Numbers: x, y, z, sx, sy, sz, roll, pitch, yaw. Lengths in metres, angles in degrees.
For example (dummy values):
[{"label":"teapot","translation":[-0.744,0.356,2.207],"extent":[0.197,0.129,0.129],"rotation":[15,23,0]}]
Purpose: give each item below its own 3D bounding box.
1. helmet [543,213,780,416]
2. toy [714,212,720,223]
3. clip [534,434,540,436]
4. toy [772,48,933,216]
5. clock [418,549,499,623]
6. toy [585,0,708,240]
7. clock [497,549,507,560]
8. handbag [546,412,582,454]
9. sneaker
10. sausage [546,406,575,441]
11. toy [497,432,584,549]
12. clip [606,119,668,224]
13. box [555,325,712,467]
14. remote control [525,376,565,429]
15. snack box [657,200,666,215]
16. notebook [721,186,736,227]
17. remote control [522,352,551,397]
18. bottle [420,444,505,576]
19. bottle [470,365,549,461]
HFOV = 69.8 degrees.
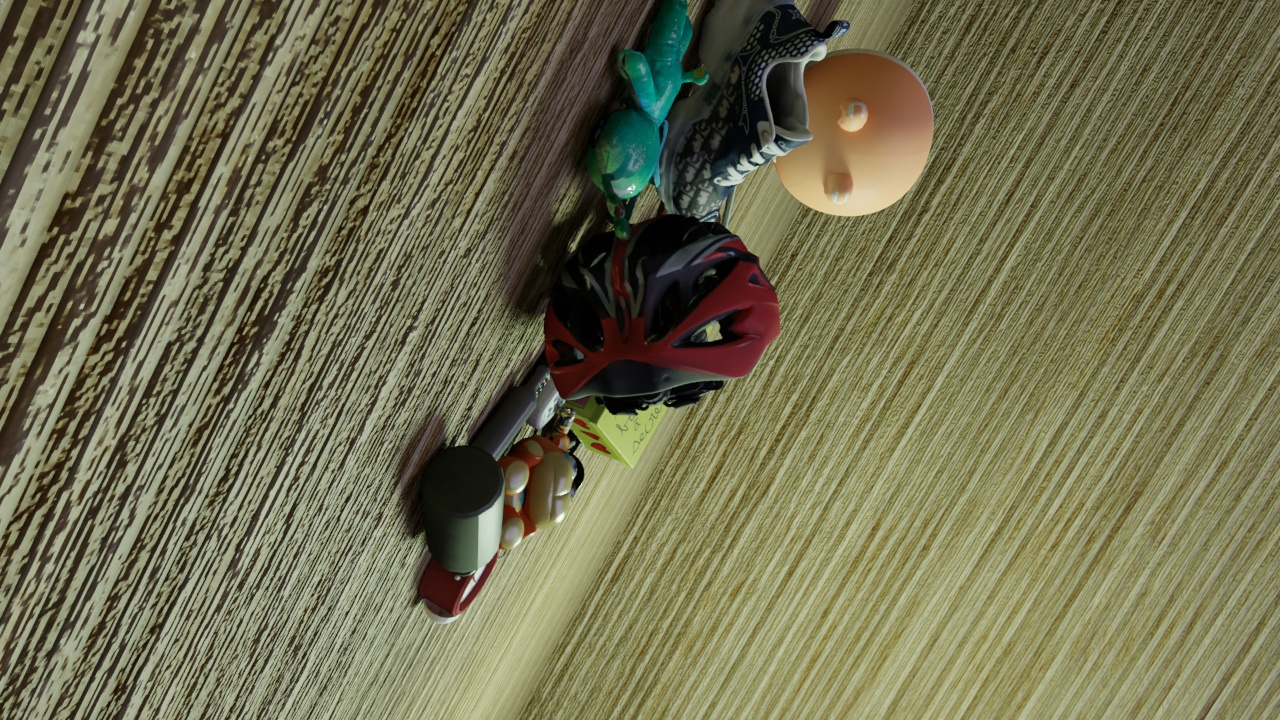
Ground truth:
[{"label":"helmet","translation":[0.019,-0.051,0.862],"extent":[0.271,0.218,0.167],"rotation":[-48,128,-69]},{"label":"toy","translation":[0.071,-0.168,1.268],"extent":[0.105,0.053,0.108],"rotation":[-53,169,-22]},{"label":"clip","translation":[-0.131,0.110,1.132],"extent":[0.045,0.014,0.051],"rotation":[-58,175,-2]},{"label":"toy","translation":[0.331,-0.359,1.470],"extent":[0.280,0.266,0.263],"rotation":[-64,161,-62]},{"label":"clock","translation":[-0.200,0.237,1.020],"extent":[0.096,0.048,0.138],"rotation":[-54,168,-39]},{"label":"toy","translation":[0.005,-0.197,0.736],"extent":[0.130,0.072,0.193],"rotation":[30,80,-82]},{"label":"clock","translation":[-0.155,0.175,1.095],"extent":[0.122,0.044,0.091],"rotation":[-61,171,-3]},{"label":"handbag","translation":[-0.084,0.086,1.196],"extent":[0.128,0.054,0.079],"rotation":[-56,175,-42]},{"label":"sneaker","translation":[0.107,-0.230,0.899],"extent":[0.103,0.132,0.270],"rotation":[-21,143,-42]},{"label":"sausage","translation":[-0.094,0.080,1.072],"extent":[0.020,0.020,0.156],"rotation":[-57,180,-24]},{"label":"toy","translation":[-0.119,0.135,1.000],"extent":[0.175,0.096,0.112],"rotation":[-41,138,-75]},{"label":"clip","translation":[0.006,-0.195,0.882],"extent":[0.103,0.027,0.120],"rotation":[-59,172,-27]},{"label":"box","translation":[-0.007,0.007,1.124],"extent":[0.220,0.080,0.124],"rotation":[-61,145,-23]},{"label":"remote control","translation":[-0.093,0.027,1.022],"extent":[0.114,0.028,0.060],"rotation":[-55,170,-38]},{"label":"snack box","translation":[0.072,-0.248,1.071],"extent":[0.100,0.031,0.186],"rotation":[-55,170,-35]},{"label":"notebook","translation":[0.126,-0.220,1.314],"extent":[0.181,0.009,0.253],"rotation":[97,6,-70]},{"label":"remote control","translation":[-0.119,0.037,0.946],"extent":[0.146,0.015,0.033],"rotation":[-58,171,-20]},{"label":"bottle","translation":[-0.167,0.155,0.864],"extent":[0.071,0.071,0.207],"rotation":[-55,170,-32]},{"label":"bottle","translation":[-0.124,0.049,0.903],"extent":[0.112,0.030,0.030],"rotation":[-56,171,-27]}]
